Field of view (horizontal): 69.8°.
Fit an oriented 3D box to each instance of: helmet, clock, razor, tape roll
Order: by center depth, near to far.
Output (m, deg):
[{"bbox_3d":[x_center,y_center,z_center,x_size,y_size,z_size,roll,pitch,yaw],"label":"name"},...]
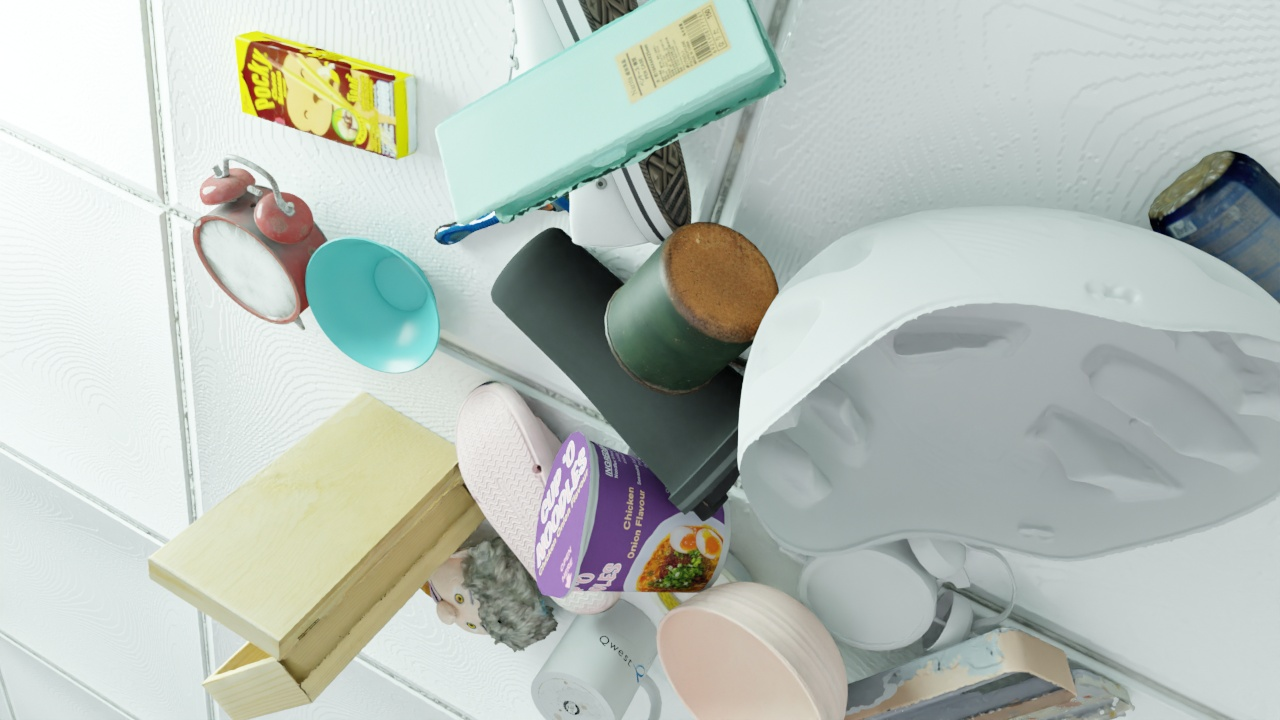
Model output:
[{"bbox_3d":[0.199,0.020,0.489,0.283,0.183,0.224,8,150,25],"label":"helmet"},{"bbox_3d":[0.188,0.158,0.668,0.159,0.060,0.120,-4,117,24],"label":"clock"},{"bbox_3d":[-0.102,-0.109,0.681,0.141,0.018,0.044,-10,149,34],"label":"razor"},{"bbox_3d":[-0.308,-0.105,0.760,0.110,0.061,0.157,27,140,10],"label":"clock"},{"bbox_3d":[0.051,0.195,0.782,0.094,0.019,0.094,13,123,20],"label":"tape roll"}]

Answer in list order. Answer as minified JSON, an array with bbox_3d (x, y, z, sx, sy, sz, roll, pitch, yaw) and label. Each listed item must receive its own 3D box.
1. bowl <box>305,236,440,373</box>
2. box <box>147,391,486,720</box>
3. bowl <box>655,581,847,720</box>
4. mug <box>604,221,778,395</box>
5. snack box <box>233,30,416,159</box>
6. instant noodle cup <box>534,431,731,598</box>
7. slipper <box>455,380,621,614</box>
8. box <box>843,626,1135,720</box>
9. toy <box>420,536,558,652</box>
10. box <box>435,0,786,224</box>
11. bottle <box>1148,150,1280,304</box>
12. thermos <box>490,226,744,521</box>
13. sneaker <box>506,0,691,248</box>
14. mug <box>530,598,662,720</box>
[{"bbox_3d":[-0.207,-0.053,0.748,0.121,0.046,0.121,10,123,16],"label":"bowl"},{"bbox_3d":[-0.252,0.161,0.776,0.142,0.247,0.185,-2,117,28],"label":"box"},{"bbox_3d":[0.092,0.220,0.671,0.153,0.076,0.153,27,134,32],"label":"bowl"},{"bbox_3d":[0.044,-0.027,0.572,0.111,0.084,0.081,26,146,-15],"label":"mug"},{"bbox_3d":[-0.238,-0.201,0.693,0.149,0.025,0.061,19,124,16],"label":"snack box"},{"bbox_3d":[-0.002,0.130,0.692,0.121,0.136,0.122,14,119,-19],"label":"instant noodle cup"},{"bbox_3d":[-0.087,0.120,0.787,0.107,0.055,0.221,-27,94,38],"label":"slipper"},{"bbox_3d":[0.235,0.268,0.690,0.150,0.043,0.217,31,132,-23],"label":"box"},{"bbox_3d":[-0.159,0.220,0.876,0.176,0.076,0.133,2,118,35],"label":"toy"},{"bbox_3d":[-0.023,-0.132,0.481,0.189,0.079,0.077,-21,112,20],"label":"box"},{"bbox_3d":[0.337,-0.037,0.472,0.161,0.056,0.056,43,128,-2],"label":"bottle"},{"bbox_3d":[-0.004,0.004,0.651,0.218,0.105,0.106,43,128,5],"label":"thermos"},{"bbox_3d":[-0.051,-0.179,0.566,0.097,0.091,0.245,-11,118,25],"label":"sneaker"},{"bbox_3d":[-0.027,0.291,0.831,0.119,0.096,0.083,49,128,-6],"label":"mug"}]
